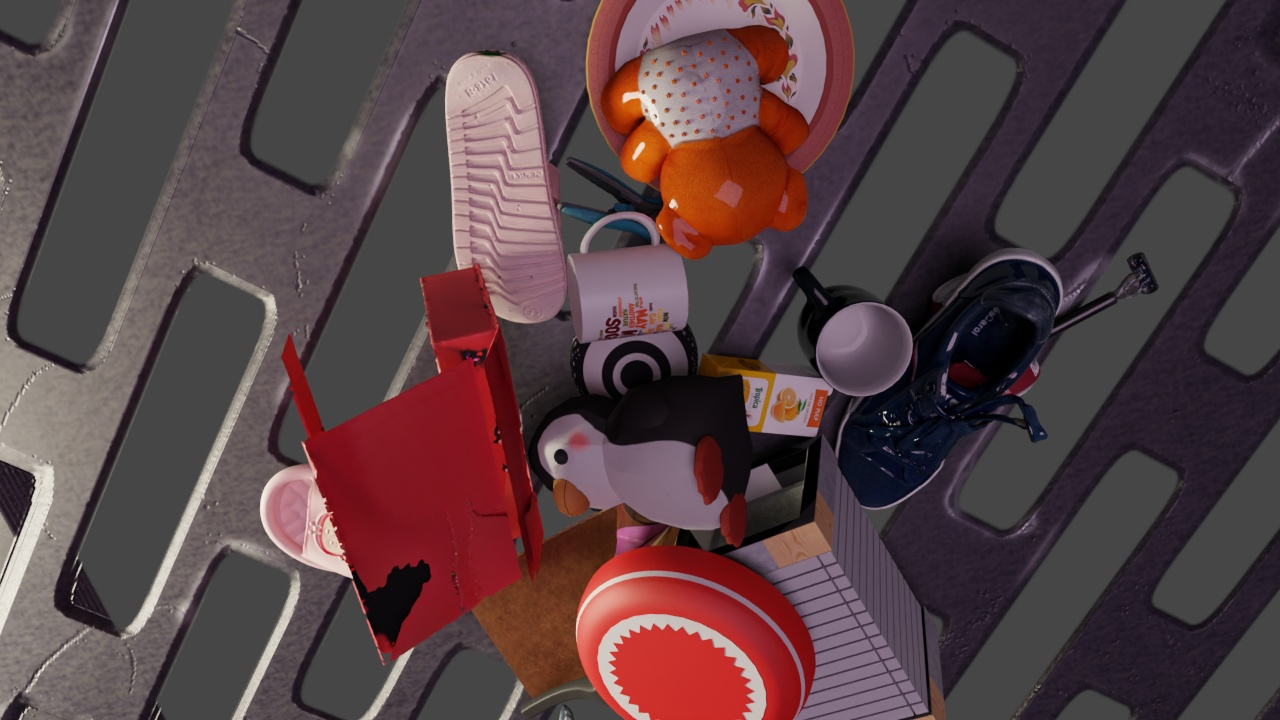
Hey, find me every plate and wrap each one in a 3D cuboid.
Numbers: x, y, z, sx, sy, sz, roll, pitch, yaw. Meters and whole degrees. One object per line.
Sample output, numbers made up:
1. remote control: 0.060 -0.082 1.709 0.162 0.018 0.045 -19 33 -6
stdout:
1. plate: 0.068 -0.250 0.790 0.230 0.021 0.230 -1 106 -3

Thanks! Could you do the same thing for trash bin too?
1. trash bin: 0.159 0.227 0.851 0.143 0.142 0.247 -26 107 24

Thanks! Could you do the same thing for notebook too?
1. notebook: -0.043 0.241 0.927 0.225 0.024 0.167 -29 104 6

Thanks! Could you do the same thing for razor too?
1. razor: 0.420 -0.047 0.866 0.144 0.022 0.043 -32 104 7

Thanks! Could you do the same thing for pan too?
1. pan: -0.007 0.287 0.827 0.357 0.067 0.209 -36 101 33

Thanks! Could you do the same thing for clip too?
1. clip: -0.050 0.415 0.964 0.158 0.030 0.174 5 106 -14

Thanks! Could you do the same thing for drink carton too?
1. drink carton: 0.114 0.033 0.851 0.122 0.040 0.059 6 106 -20

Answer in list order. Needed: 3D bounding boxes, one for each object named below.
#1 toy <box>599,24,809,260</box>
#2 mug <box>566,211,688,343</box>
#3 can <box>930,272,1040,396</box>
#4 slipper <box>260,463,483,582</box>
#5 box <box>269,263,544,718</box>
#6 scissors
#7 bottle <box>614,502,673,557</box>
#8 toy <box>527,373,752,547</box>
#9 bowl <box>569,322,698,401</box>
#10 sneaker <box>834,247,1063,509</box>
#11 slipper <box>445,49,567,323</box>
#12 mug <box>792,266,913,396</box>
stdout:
1. toy: 0.061 -0.178 0.757 0.164 0.093 0.172 -16 94 -1
2. mug: -0.014 -0.072 0.775 0.089 0.073 0.105 -8 96 -11
3. can: 0.318 -0.021 0.847 0.063 0.063 0.114 -30 105 6
4. slipper: -0.254 0.168 0.874 0.221 0.055 0.107 16 106 -2
5. box: -0.137 0.082 0.707 0.121 0.317 0.211 -1 122 9
6. scissors: -0.012 -0.130 0.803 0.148 0.019 0.123 -23 84 -35
7. bottle: 0.004 0.145 0.850 0.059 0.060 0.166 18 79 -8
8. toy: -0.004 0.070 0.779 0.184 0.139 0.159 -2 141 25
9. bowl: -0.005 0.005 0.837 0.120 0.066 0.120 -1 106 -3
10. sneaker: 0.259 0.047 0.797 0.121 0.127 0.295 31 127 4
11. slipper: -0.116 -0.147 0.790 0.094 0.064 0.240 -3 120 2
12. mug: 0.176 -0.035 0.820 0.085 0.094 0.121 -39 104 8
